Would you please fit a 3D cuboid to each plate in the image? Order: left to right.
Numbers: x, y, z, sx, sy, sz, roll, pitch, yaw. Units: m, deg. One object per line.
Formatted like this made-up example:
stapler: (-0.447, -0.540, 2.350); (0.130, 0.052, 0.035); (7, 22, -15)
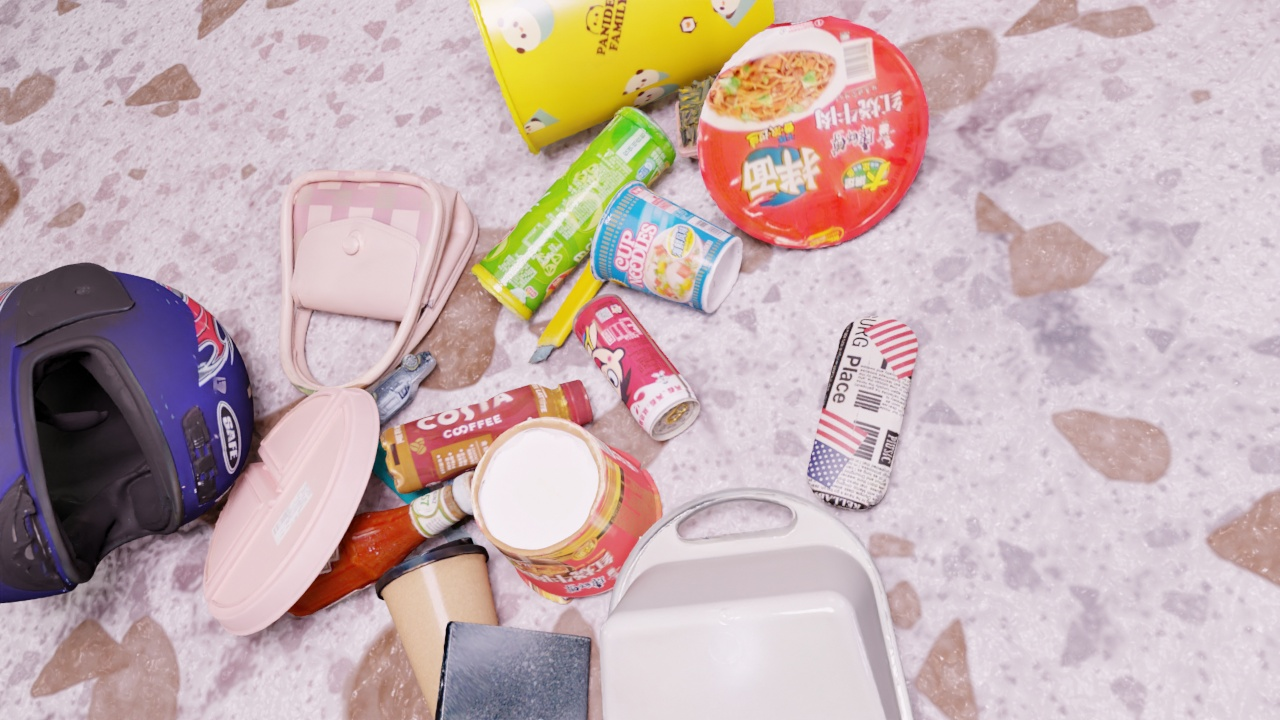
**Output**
plate: (-0.307, 0.120, 0.791); (0.230, 0.028, 0.229); (-30, 42, 30)

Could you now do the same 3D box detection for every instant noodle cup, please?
instant noodle cup: (-0.062, 0.112, 0.725); (0.138, 0.108, 0.137); (-8, 62, 15)
instant noodle cup: (0.028, -0.095, 0.810); (0.110, 0.099, 0.099); (25, 75, 20)
instant noodle cup: (0.143, -0.197, 0.787); (0.194, 0.194, 0.065); (-17, 28, 10)

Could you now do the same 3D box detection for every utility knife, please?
utility knife: (-0.219, 0.105, 0.836); (0.218, 0.013, 0.029); (36, 80, 29)
utility knife: (-0.053, -0.065, 0.862); (0.033, 0.015, 0.171); (20, 72, 47)

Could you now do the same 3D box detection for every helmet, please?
helmet: (-0.466, 0.054, 0.801); (0.240, 0.248, 0.315); (-13, 35, -23)

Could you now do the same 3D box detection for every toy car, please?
toy car: (-0.228, 0.026, 0.862); (0.090, 0.043, 0.034); (-42, 87, -2)

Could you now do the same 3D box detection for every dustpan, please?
dustpan: (0.078, 0.227, 0.642); (0.223, 0.142, 0.257); (-10, 91, 14)

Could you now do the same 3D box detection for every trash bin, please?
trash bin: (-0.020, -0.347, 0.880); (0.255, 0.230, 0.229); (-17, 61, 3)

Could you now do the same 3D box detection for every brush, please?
brush: (0.106, -0.227, 0.856); (0.146, 0.073, 0.063); (-7, 63, 10)

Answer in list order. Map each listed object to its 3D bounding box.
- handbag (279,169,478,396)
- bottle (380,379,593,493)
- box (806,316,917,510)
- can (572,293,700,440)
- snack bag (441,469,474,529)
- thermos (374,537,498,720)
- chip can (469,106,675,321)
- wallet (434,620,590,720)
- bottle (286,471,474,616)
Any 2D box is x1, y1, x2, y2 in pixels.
handbag: (-0.280, -0.071, 0.912); (0.193, 0.093, 0.234); (7, 76, 22)
bottle: (-0.128, 0.060, 0.783); (0.174, 0.058, 0.057); (-18, 59, -10)
box: (0.176, 0.040, 0.724); (0.068, 0.051, 0.164); (8, 66, 32)
can: (-0.005, 0.005, 0.789); (0.053, 0.053, 0.132); (-36, 59, -1)
snack bag: (-0.165, 0.096, 0.813); (0.048, 0.026, 0.104); (-27, 58, -3)
thermos: (-0.149, 0.213, 0.721); (0.093, 0.093, 0.143); (-26, 68, 5)
chip can: (-0.060, -0.139, 0.859); (0.221, 0.072, 0.072); (-47, 60, -3)
wallet: (-0.091, 0.247, 0.676); (0.019, 0.120, 0.097); (-36, 46, 50)
bottle: (-0.217, 0.151, 0.766); (0.206, 0.059, 0.059); (-28, 59, 16)
